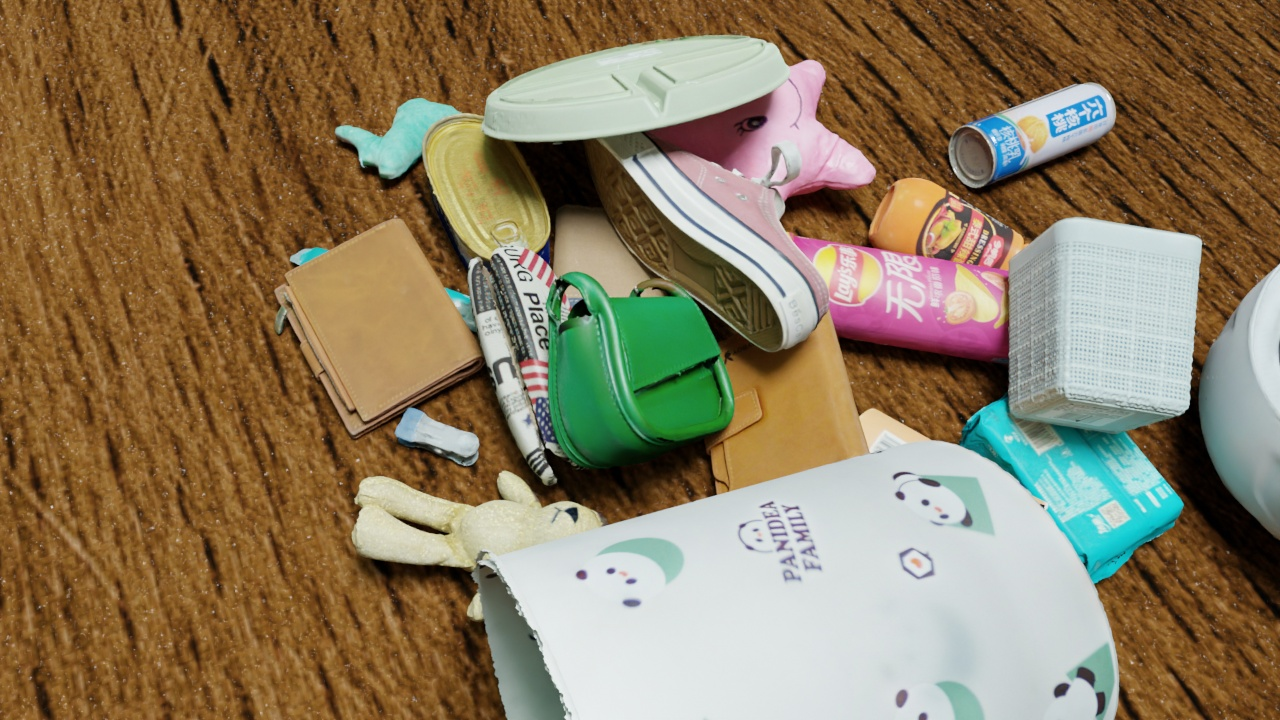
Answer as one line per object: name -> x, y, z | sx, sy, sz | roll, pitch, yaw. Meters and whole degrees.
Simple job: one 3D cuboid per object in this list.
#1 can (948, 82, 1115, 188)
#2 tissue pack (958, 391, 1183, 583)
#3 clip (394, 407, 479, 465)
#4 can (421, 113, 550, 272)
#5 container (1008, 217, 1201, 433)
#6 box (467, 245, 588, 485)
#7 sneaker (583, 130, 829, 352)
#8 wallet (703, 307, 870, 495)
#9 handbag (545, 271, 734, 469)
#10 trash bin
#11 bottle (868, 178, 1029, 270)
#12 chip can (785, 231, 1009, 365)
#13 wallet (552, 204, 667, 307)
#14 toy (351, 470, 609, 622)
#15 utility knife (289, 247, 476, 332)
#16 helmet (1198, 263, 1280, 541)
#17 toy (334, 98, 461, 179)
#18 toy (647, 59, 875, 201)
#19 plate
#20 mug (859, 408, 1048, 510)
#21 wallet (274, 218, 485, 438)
can -> 0.329, -0.190, 0.770 | 0.134, 0.053, 0.053 | -22, 64, -16
tissue pack -> 0.286, 0.077, 0.616 | 0.093, 0.050, 0.133 | -23, 65, -17
clip -> -0.135, 0.052, 0.615 | 0.058, 0.038, 0.026 | 23, 59, 6
can -> -0.117, -0.119, 0.697 | 0.074, 0.049, 0.148 | -22, 64, -16
container -> 0.288, -0.018, 0.579 | 0.090, 0.090, 0.111 | 9, 75, 0
box -> -0.062, -0.004, 0.604 | 0.082, 0.075, 0.163 | -19, 72, 1
sneaker -> 0.051, -0.102, 0.631 | 0.087, 0.118, 0.241 | -31, 54, -20
wallet -> 0.089, 0.032, 0.608 | 0.108, 0.031, 0.131 | -27, 50, 26
handbag -> -0.003, 0.003, 0.582 | 0.131, 0.068, 0.120 | -4, 75, -55
trash bin -> 0.073, 0.163, 0.460 | 0.251, 0.230, 0.229 | -17, 63, -19
bottle -> 0.254, -0.086, 0.704 | 0.149, 0.067, 0.066 | 24, 61, 1
chip can -> 0.199, -0.041, 0.664 | 0.210, 0.071, 0.071 | 9, 60, 1
wallet -> -0.023, -0.063, 0.684 | 0.090, 0.033, 0.115 | 3, 59, -6
toy -> -0.097, 0.104, 0.562 | 0.157, 0.066, 0.105 | 10, 43, -7
utility knife -> -0.185, -0.054, 0.676 | 0.158, 0.013, 0.029 | 18, 62, 6
helmet -> 0.481, 0.048, 0.594 | 0.258, 0.146, 0.228 | 4, 61, -12
toy -> -0.194, -0.181, 0.739 | 0.096, 0.030, 0.091 | 23, 59, 15
toy -> 0.085, -0.175, 0.728 | 0.178, 0.075, 0.194 | -6, 54, -6
plate -> -0.006, -0.204, 0.673 | 0.230, 0.027, 0.229 | -8, 27, 4
mug -> 0.183, 0.088, 0.586 | 0.123, 0.078, 0.078 | 36, 63, 24
wallet -> -0.190, -0.023, 0.639 | 0.119, 0.035, 0.130 | -31, 72, -7
